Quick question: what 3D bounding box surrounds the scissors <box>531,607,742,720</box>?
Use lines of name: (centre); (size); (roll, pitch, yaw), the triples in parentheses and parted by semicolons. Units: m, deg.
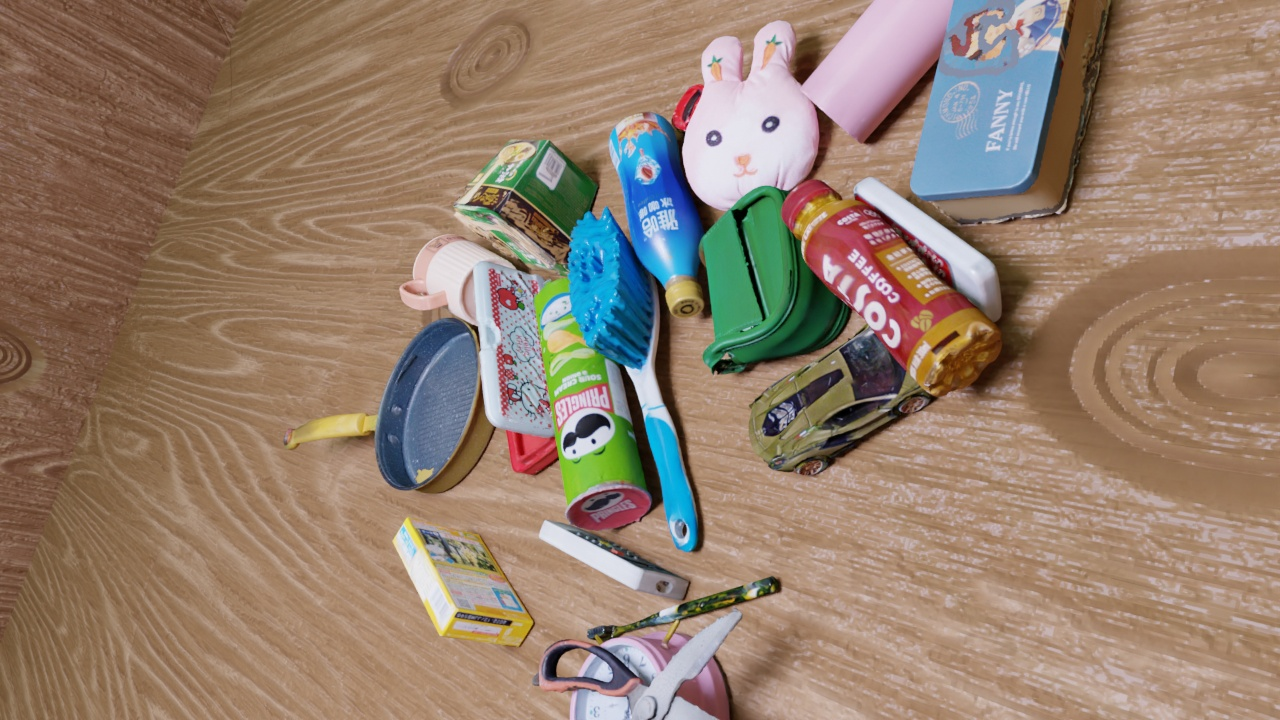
scissors: (-0.006, 0.238, 0.621); (0.223, 0.015, 0.189); (-56, 40, 12)

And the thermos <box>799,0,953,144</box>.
thermos: (0.200, -0.264, 0.676); (0.199, 0.087, 0.067); (-50, -2, 21)

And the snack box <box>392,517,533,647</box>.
snack box: (-0.165, 0.203, 0.847); (0.034, 0.087, 0.140); (-57, 41, 10)

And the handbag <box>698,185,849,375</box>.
handbag: (0.095, -0.061, 0.713); (0.120, 0.068, 0.131); (-31, 53, 45)

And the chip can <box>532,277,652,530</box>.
chip can: (-0.046, 0.030, 0.812); (0.072, 0.072, 0.235); (-38, 47, 30)

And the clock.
clock: (0.003, 0.271, 0.654); (0.117, 0.059, 0.158); (-25, 57, 39)

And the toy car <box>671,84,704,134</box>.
toy car: (0.063, -0.228, 0.847); (0.106, 0.031, 0.049); (36, 98, 51)

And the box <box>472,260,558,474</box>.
box: (-0.130, 0.001, 0.893); (0.095, 0.101, 0.201); (-37, 48, 29)

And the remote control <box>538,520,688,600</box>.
remote control: (-0.025, 0.158, 0.739); (0.135, 0.056, 0.019); (14, 82, 50)

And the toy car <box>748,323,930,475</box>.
toy car: (0.142, 0.021, 0.638); (0.158, 0.042, 0.070); (-37, 49, 27)

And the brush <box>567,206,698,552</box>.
brush: (-0.005, 0.005, 0.775); (0.061, 0.109, 0.313); (-29, 44, 25)

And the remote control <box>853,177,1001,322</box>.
remote control: (0.190, -0.074, 0.618); (0.020, 0.056, 0.136); (-32, 45, -4)

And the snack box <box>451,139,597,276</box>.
snack box: (-0.114, -0.167, 0.956); (0.118, 0.118, 0.105); (18, 76, 50)

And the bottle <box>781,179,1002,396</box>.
bottle: (0.156, -0.055, 0.601); (0.058, 0.057, 0.175); (-49, 52, 19)

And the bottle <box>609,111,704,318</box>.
bottle: (0.020, -0.131, 0.821); (0.065, 0.065, 0.218); (-37, 49, 30)

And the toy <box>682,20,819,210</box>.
toy: (0.090, -0.206, 0.772); (0.121, 0.054, 0.159); (-9, 77, 29)

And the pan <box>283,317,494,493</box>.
pan: (-0.295, 0.065, 1.059); (0.359, 0.078, 0.197); (-19, 58, 41)

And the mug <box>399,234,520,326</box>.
mug: (-0.203, -0.083, 1.007); (0.106, 0.114, 0.082); (28, 131, 47)

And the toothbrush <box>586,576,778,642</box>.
toothbrush: (0.027, 0.191, 0.697); (0.186, 0.017, 0.012); (-28, 50, 36)

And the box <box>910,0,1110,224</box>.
box: (0.242, -0.171, 0.603); (0.090, 0.061, 0.184); (2, 72, 48)
